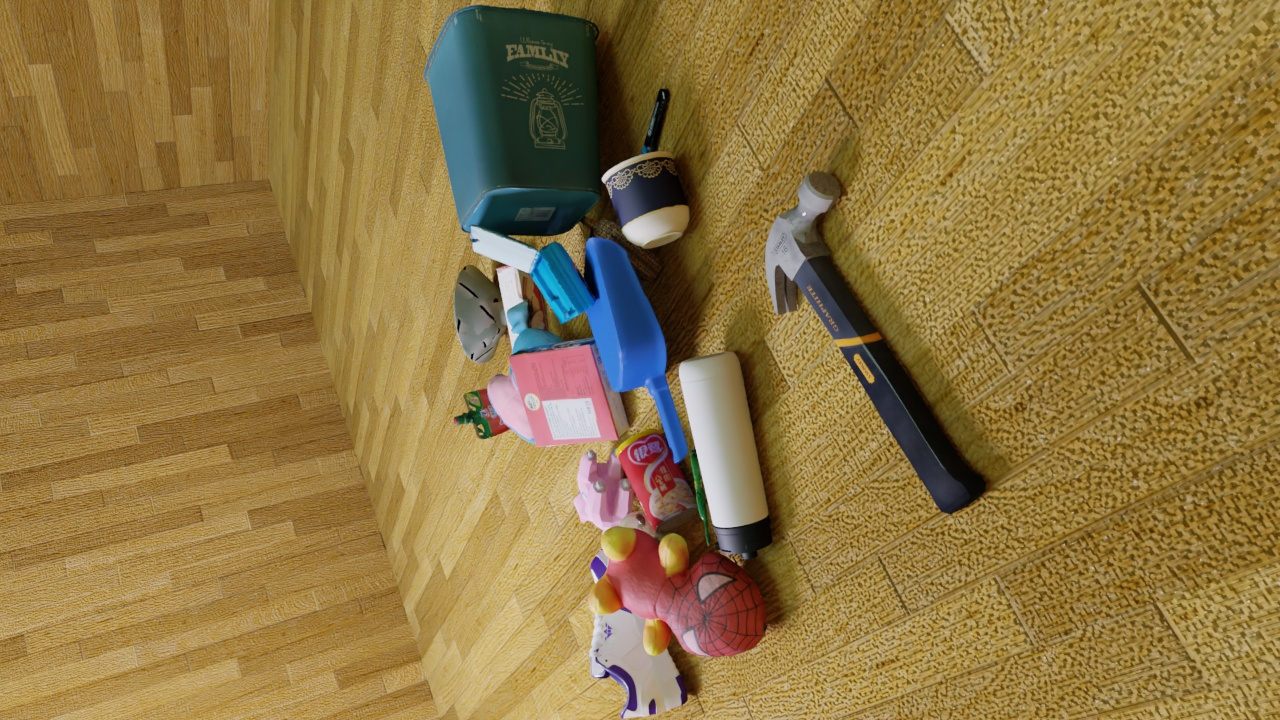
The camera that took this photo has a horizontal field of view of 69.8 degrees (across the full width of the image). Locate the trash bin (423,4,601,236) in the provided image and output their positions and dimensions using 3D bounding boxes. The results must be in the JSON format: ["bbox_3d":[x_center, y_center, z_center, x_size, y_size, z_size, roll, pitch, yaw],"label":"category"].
[{"bbox_3d":[-0.150,-0.284,1.141,0.200,0.196,0.218,-30,66,62],"label":"trash bin"}]

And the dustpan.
[{"bbox_3d":[-0.007,0.007,1.125,0.246,0.059,0.257,107,147,-73],"label":"dustpan"}]

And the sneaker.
[{"bbox_3d":[-0.033,0.397,1.313,0.244,0.111,0.092,61,168,22],"label":"sneaker"}]

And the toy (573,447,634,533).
[{"bbox_3d":[-0.057,0.199,1.331,0.123,0.067,0.158,-108,22,-43],"label":"toy"}]

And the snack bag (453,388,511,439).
[{"bbox_3d":[-0.240,0.086,1.535,0.044,0.154,0.087,-44,62,54],"label":"snack bag"}]

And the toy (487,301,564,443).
[{"bbox_3d":[-0.169,0.025,1.416,0.224,0.098,0.192,55,130,16],"label":"toy"}]

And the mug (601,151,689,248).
[{"bbox_3d":[0.013,-0.177,1.058,0.112,0.086,0.089,22,-131,-81],"label":"mug"}]

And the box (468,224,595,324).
[{"bbox_3d":[-0.135,-0.122,1.183,0.175,0.060,0.244,39,174,-7],"label":"box"}]

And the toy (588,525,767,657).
[{"bbox_3d":[0.049,0.275,1.086,0.216,0.098,0.148,18,113,18],"label":"toy"}]

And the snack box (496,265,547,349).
[{"bbox_3d":[-0.178,-0.023,1.499,0.077,0.044,0.273,-1,101,56],"label":"snack box"}]

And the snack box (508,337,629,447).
[{"bbox_3d":[-0.102,0.046,1.297,0.145,0.040,0.142,-8,107,30],"label":"snack box"}]

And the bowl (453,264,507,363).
[{"bbox_3d":[-0.255,-0.082,1.579,0.174,0.068,0.174,-5,-91,-75],"label":"bowl"}]

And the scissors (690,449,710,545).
[{"bbox_3d":[0.072,0.172,1.096,0.108,0.012,0.131,77,-175,-51],"label":"scissors"}]

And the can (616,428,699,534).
[{"bbox_3d":[0.023,0.155,1.180,0.124,0.066,0.067,62,148,26],"label":"can"}]

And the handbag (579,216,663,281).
[{"bbox_3d":[-0.045,-0.151,1.165,0.043,0.093,0.196,-52,32,1],"label":"handbag"}]

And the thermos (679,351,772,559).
[{"bbox_3d":[0.093,0.108,1.040,0.101,0.068,0.230,180,77,-74],"label":"thermos"}]

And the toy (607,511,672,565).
[{"bbox_3d":[0.010,0.279,1.235,0.180,0.101,0.138,83,164,-68],"label":"toy"}]

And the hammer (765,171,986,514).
[{"bbox_3d":[0.205,-0.009,0.817,0.312,0.035,0.140,62,150,25],"label":"hammer"}]

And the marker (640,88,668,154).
[{"bbox_3d":[0.013,-0.262,1.079,0.018,0.015,0.123,56,144,36],"label":"marker"}]
